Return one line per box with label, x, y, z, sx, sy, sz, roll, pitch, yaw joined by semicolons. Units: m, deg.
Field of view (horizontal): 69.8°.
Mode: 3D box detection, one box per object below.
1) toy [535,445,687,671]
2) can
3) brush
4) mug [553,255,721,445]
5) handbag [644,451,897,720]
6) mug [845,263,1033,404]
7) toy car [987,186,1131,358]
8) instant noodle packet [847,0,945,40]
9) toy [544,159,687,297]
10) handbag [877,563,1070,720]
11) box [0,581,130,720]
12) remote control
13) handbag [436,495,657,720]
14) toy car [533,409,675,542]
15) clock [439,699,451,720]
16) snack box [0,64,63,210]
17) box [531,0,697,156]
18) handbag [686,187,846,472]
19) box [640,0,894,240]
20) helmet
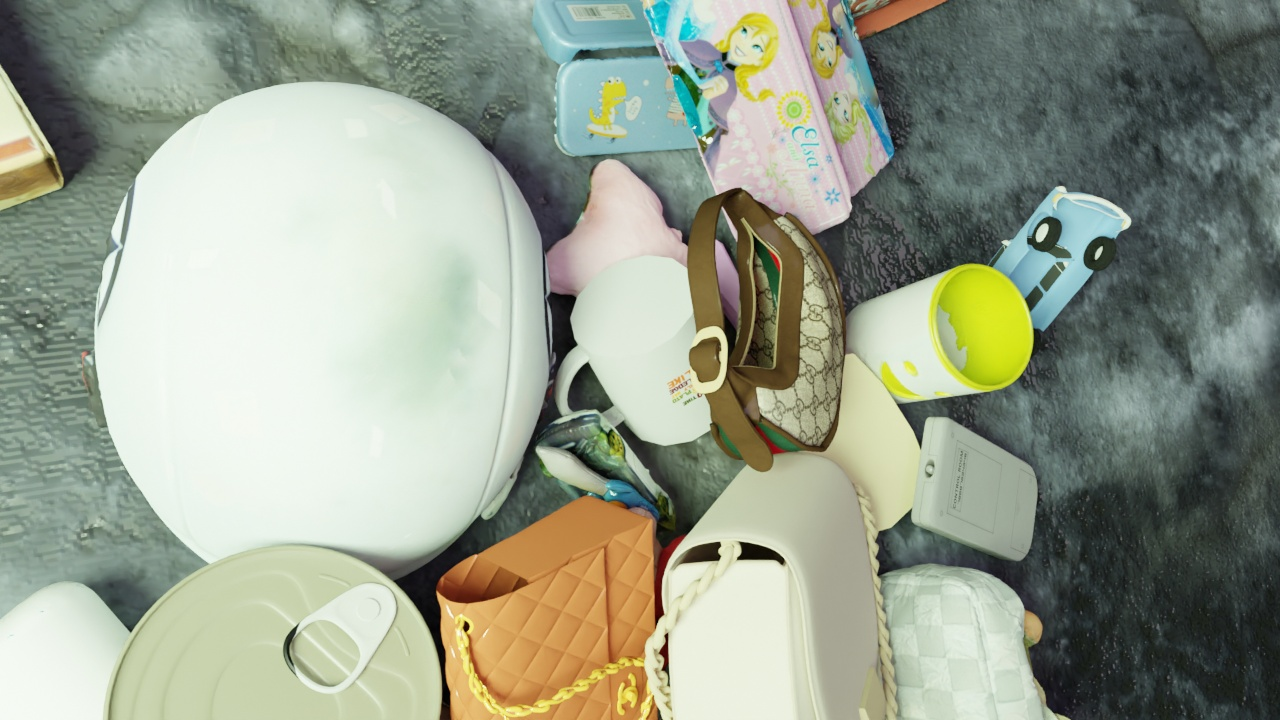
toy;-0.033;0.122;0.515;0.131;0.096;0.124;23;112;-2
can;-0.157;0.154;0.398;0.127;0.073;0.127;13;52;-18
brush;0.108;0.016;0.622;0.089;0.043;0.228;-36;96;-23
mug;-0.003;0.003;0.546;0.105;0.073;0.089;-31;138;-3
handbag;0.076;0.170;0.508;0.210;0.103;0.208;-29;110;-66
mug;0.199;-0.014;0.629;0.082;0.106;0.082;4;80;-21
toy car;0.279;-0.058;0.659;0.056;0.154;0.054;17;38;-10
instant noodle packet;0.151;-0.366;0.691;0.164;0.084;0.221;-30;85;-19
toy;-0.008;-0.073;0.584;0.093;0.050;0.102;29;69;-13
handbag;0.220;0.217;0.602;0.123;0.113;0.171;-7;84;-33
box;-0.279;0.195;0.418;0.143;0.083;0.136;-43;100;-28
remote control;0.239;0.095;0.652;0.151;0.019;0.074;24;72;-39
handbag;-0.038;0.167;0.436;0.108;0.060;0.172;-20;116;-45
toy car;-0.019;0.071;0.551;0.105;0.048;0.033;55;24;-28
clock;-0.143;0.230;0.469;0.120;0.072;0.157;14;78;-20
snack box;-0.412;-0.118;0.423;0.207;0.055;0.153;-29;93;-24
box;0.036;-0.203;0.625;0.209;0.049;0.120;-10;84;-22
handbag;0.064;-0.021;0.522;0.138;0.063;0.166;47;43;-35
box;0.092;-0.197;0.592;0.158;0.066;0.230;-32;115;-14
helmet;-0.147;-0.012;0.458;0.236;0.164;0.263;6;80;-20
